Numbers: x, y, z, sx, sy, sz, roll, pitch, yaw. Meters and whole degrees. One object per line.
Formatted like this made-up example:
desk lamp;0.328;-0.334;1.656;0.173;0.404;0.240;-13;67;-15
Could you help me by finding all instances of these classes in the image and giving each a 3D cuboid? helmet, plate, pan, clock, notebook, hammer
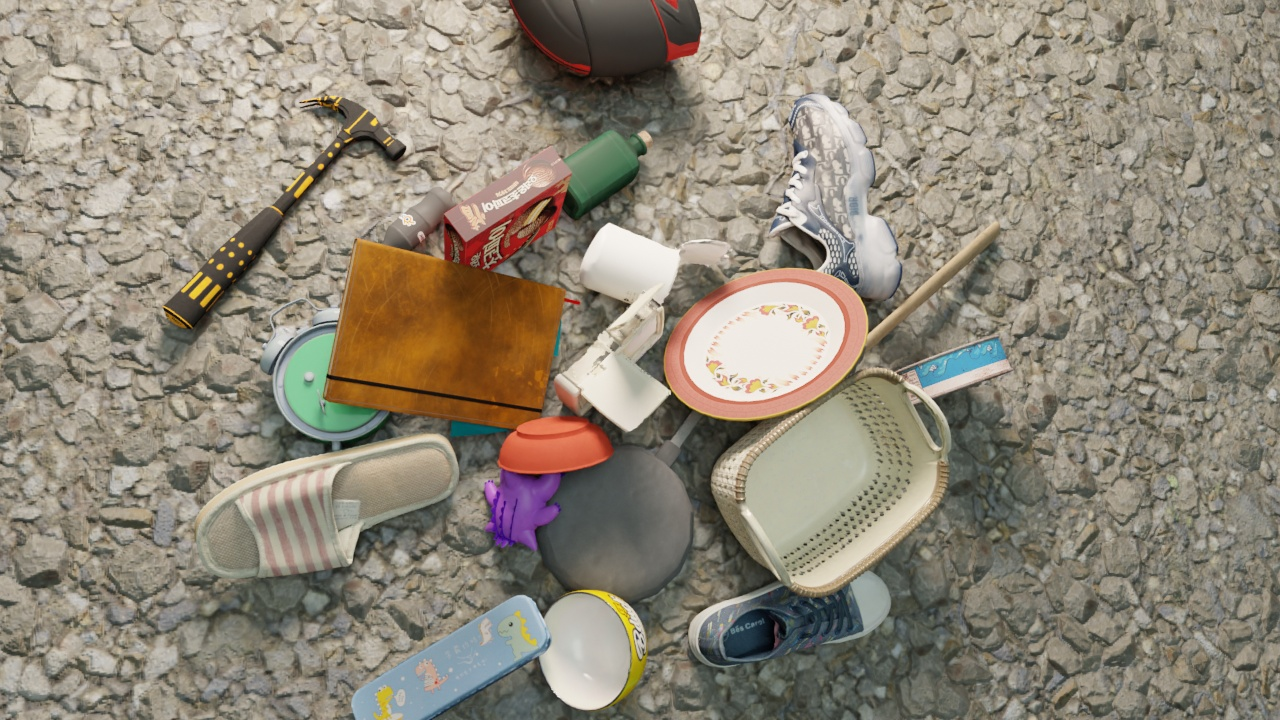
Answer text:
helmet;-0.065;-0.432;1.068;0.170;0.164;0.264;-36;96;-6
plate;0.138;-0.017;1.018;0.230;0.021;0.229;-15;42;14
pan;0.028;0.109;1.024;0.178;0.041;0.356;38;73;-1
clock;-0.325;0.009;0.955;0.121;0.075;0.161;-33;89;-17
notebook;-0.192;-0.011;0.960;0.249;0.014;0.178;12;90;-32
hammer;-0.402;-0.165;1.006;0.123;0.036;0.319;36;70;-1
hammer;0.339;-0.081;1.115;0.031;0.120;0.330;36;59;28

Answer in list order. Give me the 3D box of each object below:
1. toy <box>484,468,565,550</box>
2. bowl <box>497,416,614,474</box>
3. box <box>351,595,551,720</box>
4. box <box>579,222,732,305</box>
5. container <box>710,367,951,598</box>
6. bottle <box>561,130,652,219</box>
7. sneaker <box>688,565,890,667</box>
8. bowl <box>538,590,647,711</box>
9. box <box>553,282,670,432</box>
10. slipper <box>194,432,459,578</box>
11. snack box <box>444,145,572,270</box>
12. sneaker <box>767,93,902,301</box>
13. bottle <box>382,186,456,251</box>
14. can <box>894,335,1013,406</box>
toy;-0.130;0.151;0.967;0.106;0.055;0.088;13;95;32
bowl;-0.090;0.084;0.960;0.122;0.122;0.035;-7;100;-13
box;-0.189;0.307;0.910;0.209;0.049;0.066;-30;79;-5
box;0.019;-0.110;1.055;0.162;0.085;0.112;22;66;-8
container;0.198;0.126;0.991;0.245;0.143;0.184;-33;99;-18
bottle;-0.041;-0.228;1.078;0.131;0.061;0.061;-37;89;-17
sneaker;0.170;0.276;0.995;0.235;0.079;0.087;-11;80;-14
bowl;-0.041;0.294;0.943;0.117;0.067;0.117;-5;81;32
box;-0.013;0.003;0.969;0.095;0.186;0.145;46;79;-8
slipper;-0.307;0.150;0.922;0.262;0.052;0.115;-19;116;-19
snack box;-0.147;-0.150;0.991;0.132;0.152;0.036;-37;87;-17
sneaker;0.211;-0.189;1.109;0.132;0.103;0.269;-15;84;-8
bottle;-0.255;-0.150;1.029;0.036;0.036;0.109;44;73;1
can;0.361;0.015;1.069;0.129;0.130;0.044;-17;81;-15
